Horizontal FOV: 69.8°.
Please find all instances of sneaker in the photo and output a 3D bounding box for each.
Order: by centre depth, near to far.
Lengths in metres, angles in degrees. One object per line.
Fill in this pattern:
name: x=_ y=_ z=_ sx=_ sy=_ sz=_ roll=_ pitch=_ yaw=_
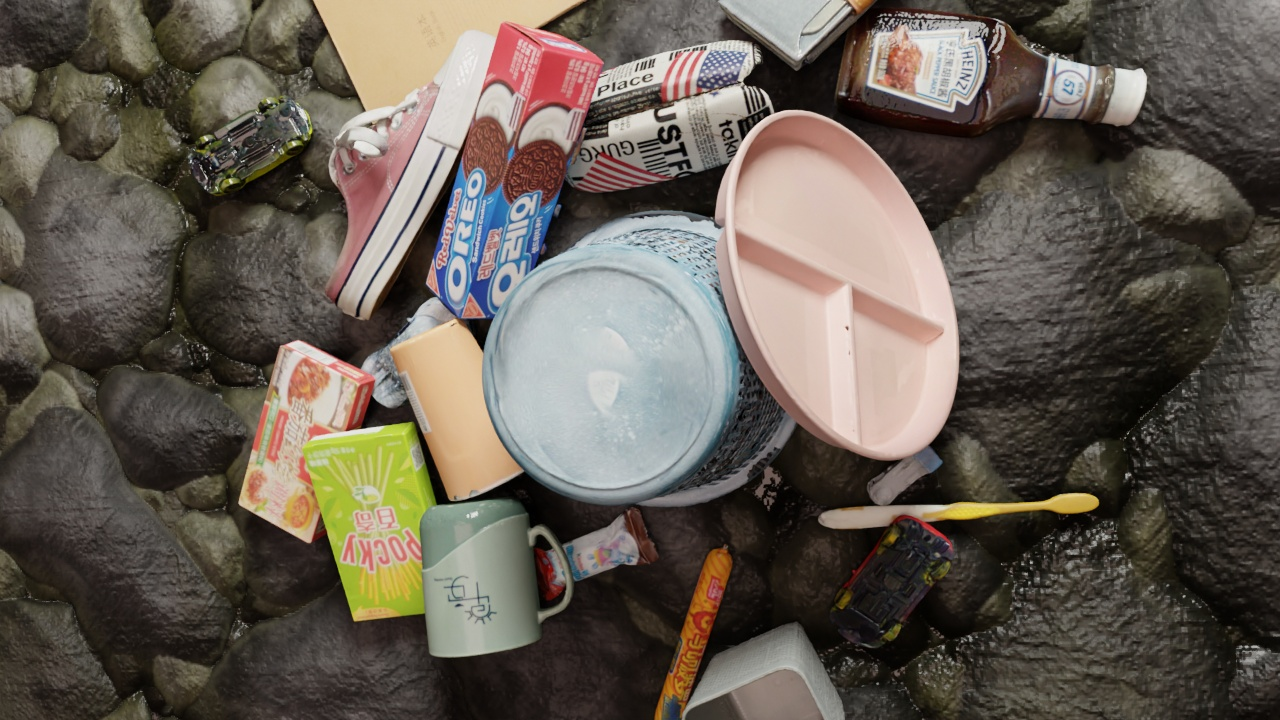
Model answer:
sneaker: x=-0.188 y=-0.148 z=0.691 sx=0.088 sy=0.118 sz=0.241 roll=30 pitch=105 yaw=-12

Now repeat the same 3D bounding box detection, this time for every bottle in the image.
bottle: x=0.235 y=-0.191 z=0.625 sx=0.195 sy=0.044 sz=0.080 roll=11 pitch=92 yaw=10

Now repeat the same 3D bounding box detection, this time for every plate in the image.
plate: x=0.128 y=-0.048 z=0.582 sx=0.028 sy=0.228 sz=0.229 roll=-22 pitch=88 yaw=46

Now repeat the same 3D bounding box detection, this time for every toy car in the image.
toy car: x=0.179 y=0.161 z=0.663 sx=0.049 sy=0.031 sz=0.106 roll=32 pitch=109 yaw=8
toy car: x=-0.178 y=-0.007 z=0.731 sx=0.106 sy=0.031 sz=0.049 roll=-42 pitch=85 yaw=10
toy car: x=-0.316 y=-0.174 z=0.751 sx=0.105 sy=0.032 sz=0.048 roll=-32 pitch=86 yaw=1

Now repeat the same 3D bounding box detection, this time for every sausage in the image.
sausage: x=0.040 y=0.216 z=0.702 sx=0.021 sy=0.021 sz=0.165 roll=18 pitch=97 yaw=11

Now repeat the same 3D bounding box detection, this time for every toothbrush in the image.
toothbrush: x=0.225 y=0.108 z=0.660 sx=0.191 sy=0.018 sz=0.016 roll=-7 pitch=90 yaw=15

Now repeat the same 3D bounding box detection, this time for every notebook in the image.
notebook: x=-0.154 y=-0.302 z=0.719 sx=0.212 sy=0.012 sz=0.149 roll=-26 pitch=89 yaw=13

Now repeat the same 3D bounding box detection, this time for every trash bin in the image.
trash bin: x=-0.004 y=0.004 z=0.611 sx=0.227 sy=0.195 sz=0.226 roll=1 pitch=93 yaw=12

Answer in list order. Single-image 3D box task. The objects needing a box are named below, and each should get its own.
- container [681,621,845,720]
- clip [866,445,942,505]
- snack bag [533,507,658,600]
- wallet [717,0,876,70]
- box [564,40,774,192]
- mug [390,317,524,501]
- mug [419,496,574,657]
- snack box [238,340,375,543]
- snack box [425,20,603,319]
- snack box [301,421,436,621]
container: x=0.093 y=0.248 z=0.645 sx=0.090 sy=0.114 sz=0.090 roll=-27 pitch=87 yaw=12
clip: x=0.189 y=0.082 z=0.663 sx=0.058 sy=0.035 sz=0.025 roll=-39 pitch=87 yaw=11
snack bag: x=-0.039 y=0.151 z=0.712 sx=0.105 sy=0.026 sz=0.045 roll=-24 pitch=76 yaw=14
wallet: x=0.126 y=-0.270 z=0.627 sx=0.130 sy=0.037 sz=0.106 roll=-45 pitch=52 yaw=10
box: x=0.014 y=-0.185 z=0.675 sx=0.162 sy=0.076 sz=0.086 roll=-11 pitch=61 yaw=16
mug: x=-0.135 y=0.034 z=0.689 sx=0.078 sy=0.078 sz=0.123 roll=-24 pitch=98 yaw=12
mug: x=-0.107 y=0.157 z=0.684 sx=0.112 sy=0.082 sz=0.106 roll=-7 pitch=83 yaw=3
snack box: x=-0.272 y=0.067 z=0.745 sx=0.075 sy=0.025 sz=0.153 roll=26 pitch=108 yaw=10
snack box: x=-0.093 y=-0.128 z=0.658 sx=0.057 sy=0.058 sz=0.208 roll=41 pitch=121 yaw=35
snack box: x=-0.202 y=0.129 z=0.724 sx=0.086 sy=0.026 sz=0.156 roll=-8 pitch=107 yaw=8
